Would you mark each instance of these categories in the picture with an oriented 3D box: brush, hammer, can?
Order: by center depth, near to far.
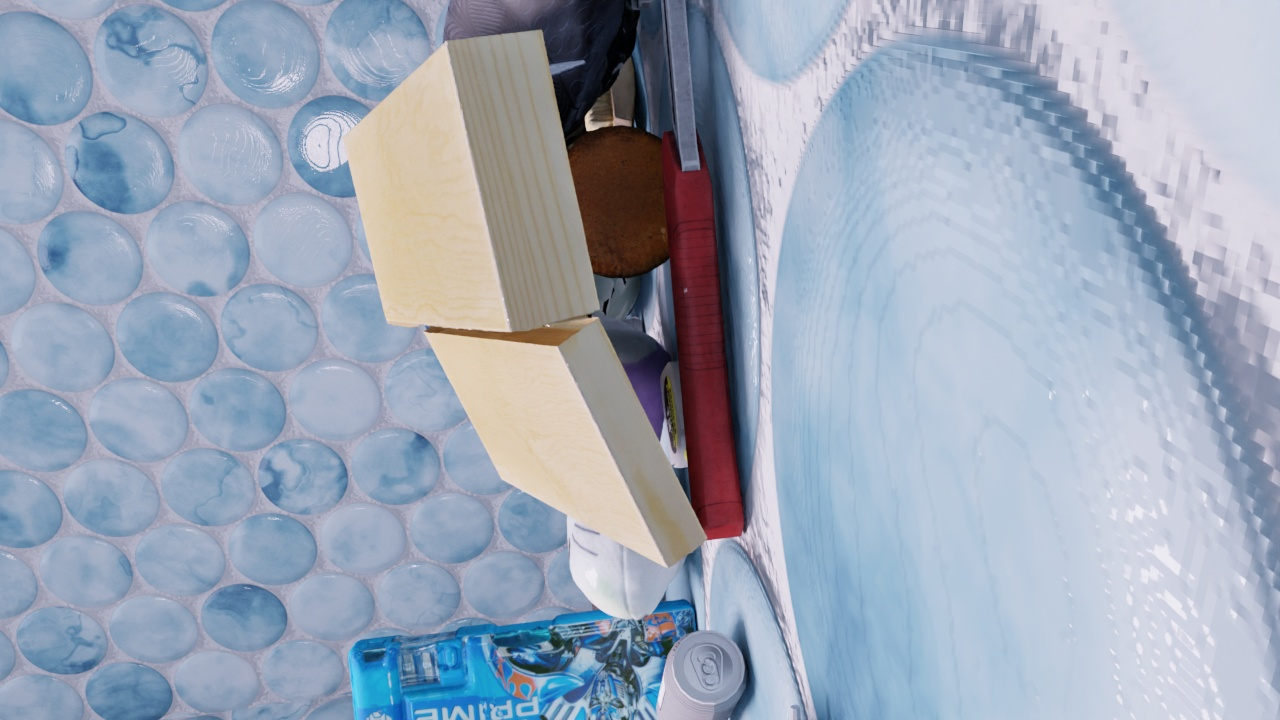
[{"bbox_3d":[0.024,-0.066,0.435,0.126,0.036,0.316,-116,20,-79],"label":"hammer"},{"bbox_3d":[0.033,0.186,0.518,0.107,0.044,0.044,94,168,-57],"label":"can"},{"bbox_3d":[-0.024,-0.197,0.694,0.049,0.039,0.117,91,175,-53],"label":"brush"}]

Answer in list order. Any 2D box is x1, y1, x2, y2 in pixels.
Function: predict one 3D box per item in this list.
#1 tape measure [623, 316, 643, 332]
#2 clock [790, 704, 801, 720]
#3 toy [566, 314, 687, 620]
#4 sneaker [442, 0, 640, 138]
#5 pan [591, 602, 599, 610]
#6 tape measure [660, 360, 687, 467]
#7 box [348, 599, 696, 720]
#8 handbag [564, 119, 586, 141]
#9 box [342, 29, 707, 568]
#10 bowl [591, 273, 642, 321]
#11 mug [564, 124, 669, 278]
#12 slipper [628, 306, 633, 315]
[{"bbox_3d":[-0.005,0.005,0.794,0.062,0.020,0.060,94,174,-53],"label":"tape measure"},{"bbox_3d":[0.048,0.217,0.333,0.120,0.061,0.159,95,169,-60],"label":"clock"},{"bbox_3d":[-0.012,0.075,0.645,0.137,0.085,0.209,-116,23,-79],"label":"toy"},{"bbox_3d":[-0.044,-0.201,0.571,0.097,0.150,0.253,52,155,-12],"label":"sneaker"},{"bbox_3d":[-0.044,0.143,0.979,0.355,0.043,0.249,-104,10,-52],"label":"pan"},{"bbox_3d":[0.026,0.034,0.561,0.065,0.016,0.064,106,157,-74],"label":"tape measure"},{"bbox_3d":[-0.077,0.263,0.671,0.075,0.243,0.167,-105,10,-58],"label":"box"},{"bbox_3d":[-0.095,-0.193,0.791,0.197,0.102,0.199,-99,21,-76],"label":"handbag"},{"bbox_3d":[-0.079,-0.026,0.507,0.247,0.076,0.257,8,125,64],"label":"box"},{"bbox_3d":[-0.065,-0.034,0.708,0.174,0.174,0.068,91,157,-47],"label":"bowl"},{"bbox_3d":[-0.030,-0.091,0.522,0.081,0.111,0.085,-129,40,-76],"label":"mug"},{"bbox_3d":[-0.033,-0.061,0.819,0.103,0.059,0.214,-110,29,-58],"label":"slipper"}]
